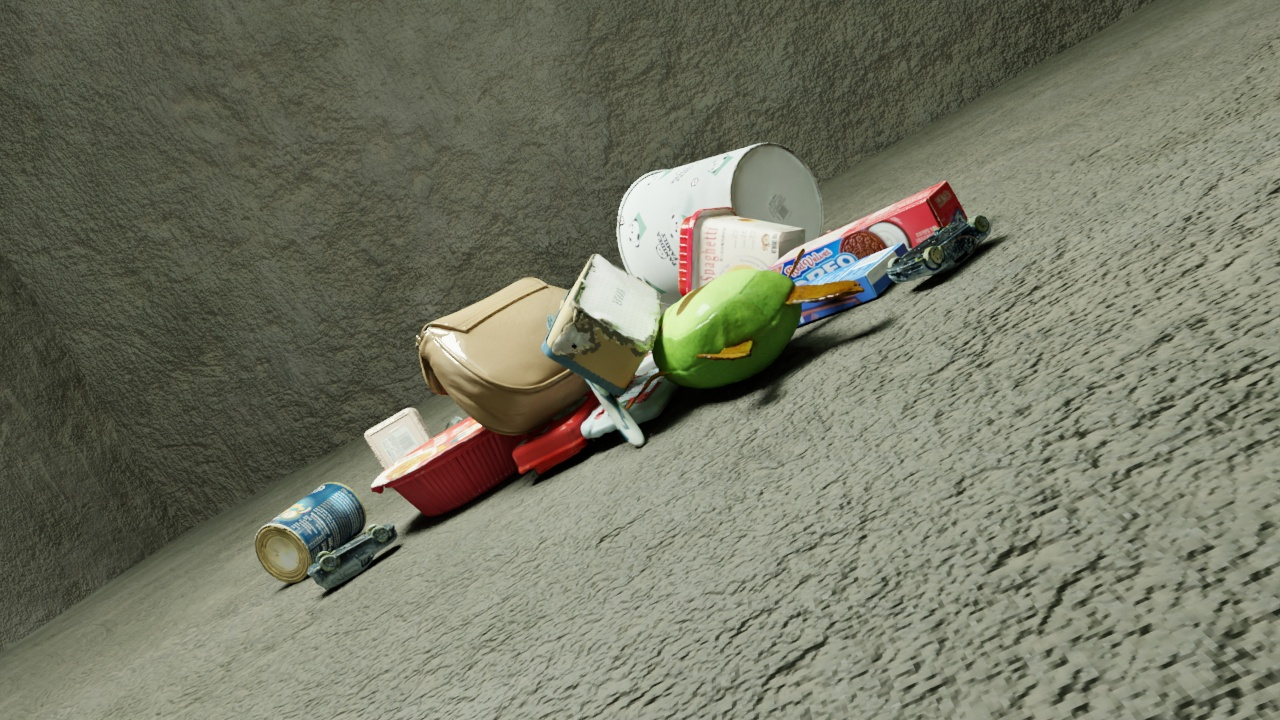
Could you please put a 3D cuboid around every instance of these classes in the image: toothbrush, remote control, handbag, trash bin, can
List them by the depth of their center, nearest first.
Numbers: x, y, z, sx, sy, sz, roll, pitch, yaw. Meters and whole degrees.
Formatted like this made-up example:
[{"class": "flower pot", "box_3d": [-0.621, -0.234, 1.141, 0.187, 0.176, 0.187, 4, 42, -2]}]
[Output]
[{"class": "toothbrush", "box_3d": [-0.044, 0.013, 0.822, 0.016, 0.018, 0.191, -22, 45, -18]}, {"class": "handbag", "box_3d": [-0.118, -0.005, 0.922, 0.203, 0.148, 0.100, -35, -28, -52]}, {"class": "can", "box_3d": [-0.381, 0.198, 1.061, 0.075, 0.075, 0.111, -26, 9, 24]}, {"class": "remote control", "box_3d": [-0.007, 0.007, 1.158, 0.055, 0.020, 0.136, -30, 7, -15]}, {"class": "trash bin", "box_3d": [0.125, -0.210, 1.402, 0.229, 0.229, 0.252, -34, 14, -32]}]

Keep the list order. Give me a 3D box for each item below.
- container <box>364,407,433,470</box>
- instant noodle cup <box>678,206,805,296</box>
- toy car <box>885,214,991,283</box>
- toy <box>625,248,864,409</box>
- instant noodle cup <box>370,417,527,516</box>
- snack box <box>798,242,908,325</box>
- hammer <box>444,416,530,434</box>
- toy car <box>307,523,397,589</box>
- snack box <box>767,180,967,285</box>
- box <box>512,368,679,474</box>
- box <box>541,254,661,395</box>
[{"class": "container", "box_3d": [-0.359, 0.124, 1.376, 0.089, 0.090, 0.111, -31, 1, -13]}, {"class": "instant noodle cup", "box_3d": [0.123, -0.120, 1.086, 0.124, 0.116, 0.116, 10, 16, 32]}, {"class": "toy car", "box_3d": [0.255, -0.092, 0.780, 0.105, 0.031, 0.049, -31, 7, -27]}, {"class": "toy", "box_3d": [0.074, -0.028, 0.803, 0.226, 0.090, 0.247, -36, 7, -18]}, {"class": "instant noodle cup", "box_3d": [-0.188, 0.107, 0.986, 0.194, 0.066, 0.193, -28, 8, 4]}, {"class": "snack box", "box_3d": [0.181, -0.065, 0.901, 0.158, 0.026, 0.084, -22, 10, 47]}, {"class": "hammer", "box_3d": [-0.182, 0.093, 1.143, 0.324, 0.032, 0.125, -18, 25, 44]}, {"class": "toy car", "box_3d": [-0.278, 0.189, 0.893, 0.090, 0.034, 0.043, -30, 4, -26]}, {"class": "snack box", "box_3d": [0.228, -0.114, 0.943, 0.208, 0.057, 0.058, -21, 13, 48]}, {"class": "box", "box_3d": [-0.032, 0.046, 0.914, 0.158, 0.038, 0.200, -27, 7, 17]}, {"class": "box", "box_3d": [-0.031, -0.040, 0.855, 0.060, 0.090, 0.184, -57, 6, 19]}]
